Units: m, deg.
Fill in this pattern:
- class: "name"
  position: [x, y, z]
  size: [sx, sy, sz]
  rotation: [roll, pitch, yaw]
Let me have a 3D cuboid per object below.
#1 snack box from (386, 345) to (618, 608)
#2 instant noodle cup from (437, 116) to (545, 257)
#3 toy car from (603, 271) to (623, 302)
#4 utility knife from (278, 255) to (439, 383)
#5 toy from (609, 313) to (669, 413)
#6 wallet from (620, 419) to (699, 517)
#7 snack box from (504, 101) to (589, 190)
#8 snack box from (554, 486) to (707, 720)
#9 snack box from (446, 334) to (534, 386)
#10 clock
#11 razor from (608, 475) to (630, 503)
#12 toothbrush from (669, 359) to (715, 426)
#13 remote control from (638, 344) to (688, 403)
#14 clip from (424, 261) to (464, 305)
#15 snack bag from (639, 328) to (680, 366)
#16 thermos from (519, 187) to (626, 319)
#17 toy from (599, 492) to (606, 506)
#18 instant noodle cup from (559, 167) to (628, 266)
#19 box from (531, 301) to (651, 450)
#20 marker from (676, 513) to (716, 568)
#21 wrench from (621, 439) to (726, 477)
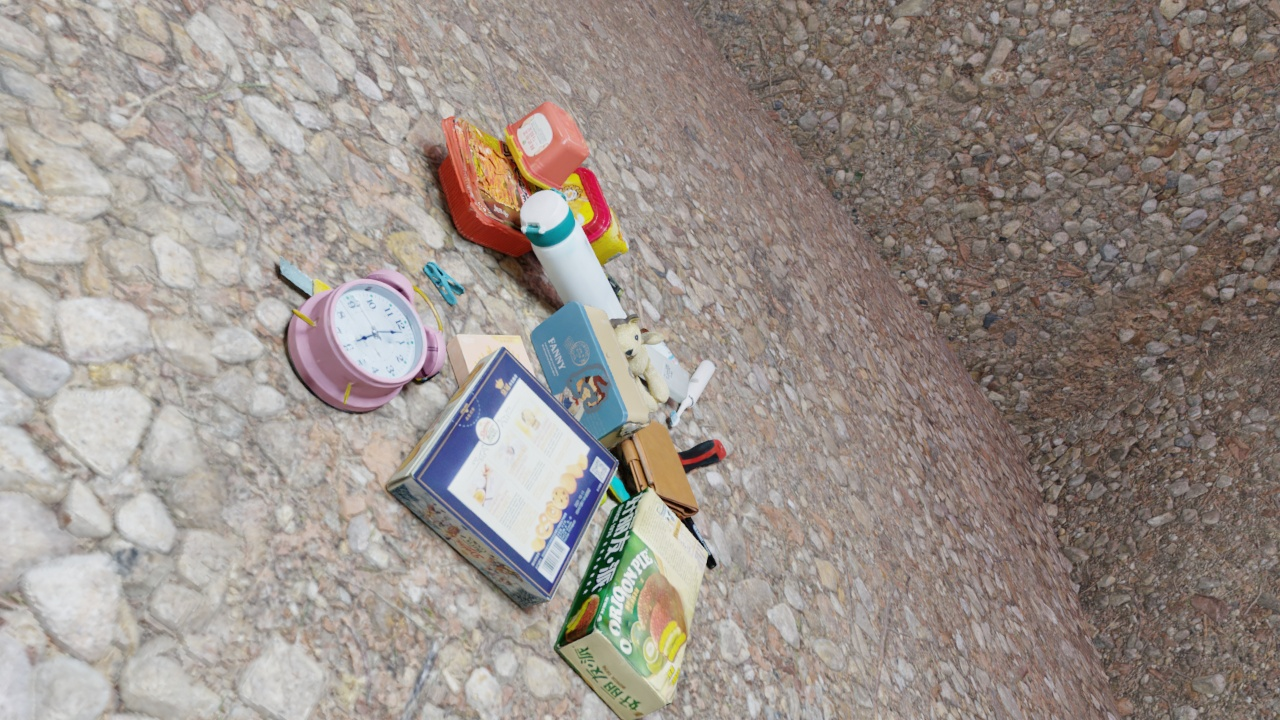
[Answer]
- class: "snack box"
  position: [-0.123, 0.109, 0.885]
  size: [0.182, 0.046, 0.177]
  rotation: [47, 44, -19]
- class: "instant noodle cup"
  position: [-0.182, -0.207, 1.160]
  size: [0.188, 0.079, 0.164]
  rotation: [19, 44, -53]
- class: "toy car"
  position: [-0.051, -0.088, 1.299]
  size: [0.043, 0.036, 0.091]
  rotation: [45, 27, -25]
- class: "utility knife"
  position: [-0.270, -0.036, 0.883]
  size: [0.190, 0.015, 0.033]
  rotation: [41, 33, -28]
- class: "toy"
  position: [-0.007, 0.007, 1.199]
  size: [0.157, 0.105, 0.066]
  rotation: [62, -2, -41]
- class: "wallet"
  position: [0.017, 0.125, 1.136]
  size: [0.107, 0.031, 0.131]
  rotation: [29, 30, -47]
- class: "snack box"
  position: [-0.118, -0.276, 1.172]
  size: [0.082, 0.080, 0.091]
  rotation: [15, 44, -58]
- class: "snack box"
  position: [-0.001, 0.248, 0.970]
  size: [0.114, 0.063, 0.239]
  rotation: [50, 27, -13]
- class: "snack box"
  position: [-0.144, 0.044, 0.976]
  size: [0.084, 0.026, 0.157]
  rotation: [-1, 60, -43]
- class: "clock"
  position: [-0.241, -0.023, 0.842]
  size: [0.117, 0.060, 0.158]
  rotation: [60, 33, -4]
- class: "razor"
  position: [-0.006, 0.166, 1.094]
  size: [0.132, 0.028, 0.043]
  rotation: [42, 15, -33]
- class: "toothbrush"
  position: [0.076, 0.049, 1.374]
  size: [0.220, 0.027, 0.026]
  rotation: [-51, 124, -63]
- class: "remote control"
  position: [0.012, 0.006, 1.298]
  size: [0.135, 0.019, 0.056]
  rotation: [34, 38, -22]
- class: "clip"
  position: [-0.221, -0.089, 1.032]
  size: [0.055, 0.013, 0.034]
  rotation: [46, 27, -20]
- class: "snack bag"
  position: [0.033, -0.006, 1.363]
  size: [0.104, 0.026, 0.048]
  rotation: [56, 18, -1]
- class: "thermos"
  position: [-0.082, -0.115, 1.145]
  size: [0.224, 0.073, 0.073]
  rotation: [63, 14, -47]
- class: "toy"
  position: [-0.075, 0.124, 1.021]
  size: [0.100, 0.031, 0.096]
  rotation: [24, 43, -49]
- class: "instant noodle cup"
  position: [-0.083, -0.188, 1.286]
  size: [0.123, 0.116, 0.116]
  rotation: [31, 34, -61]
- class: "box"
  position: [-0.063, 0.014, 1.104]
  size: [0.063, 0.090, 0.184]
  rotation: [6, 53, -57]
- class: "marker"
  position: [0.064, 0.212, 1.180]
  size: [0.124, 0.015, 0.018]
  rotation: [60, 30, 4]
- class: "wrench"
  position: [0.056, 0.134, 1.253]
  size: [0.272, 0.016, 0.056]
  rotation: [0, 60, -59]
